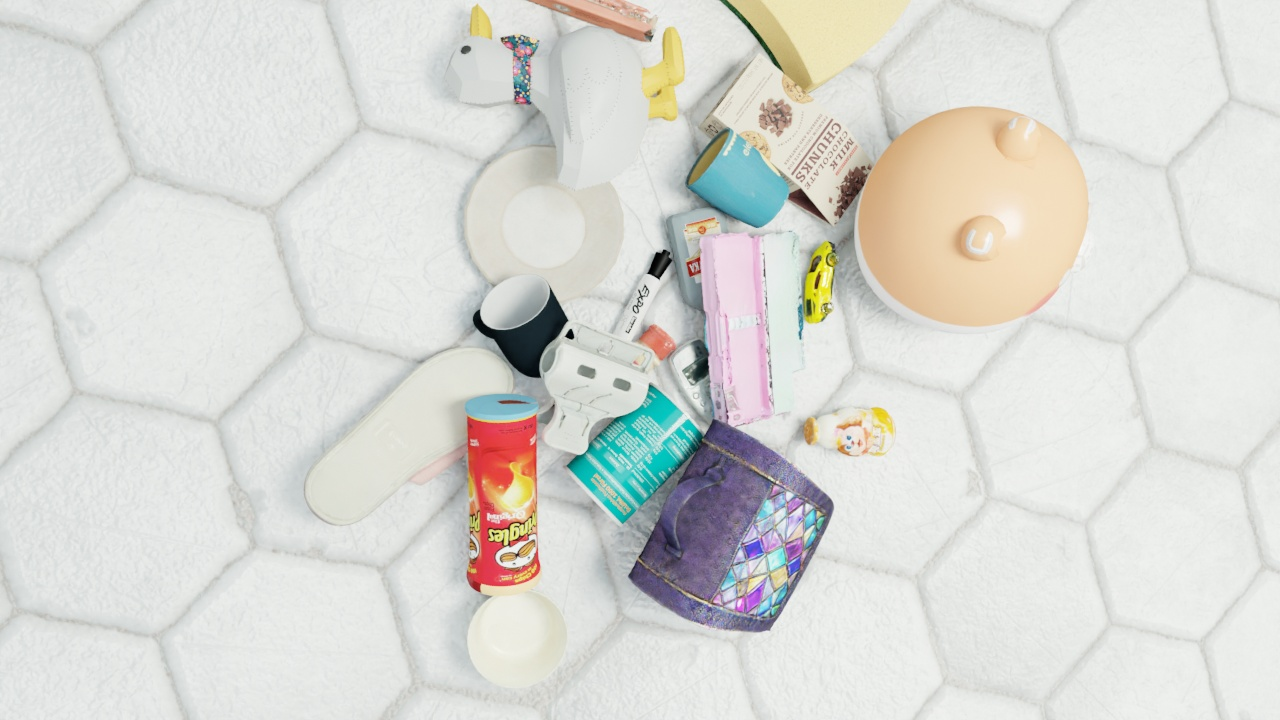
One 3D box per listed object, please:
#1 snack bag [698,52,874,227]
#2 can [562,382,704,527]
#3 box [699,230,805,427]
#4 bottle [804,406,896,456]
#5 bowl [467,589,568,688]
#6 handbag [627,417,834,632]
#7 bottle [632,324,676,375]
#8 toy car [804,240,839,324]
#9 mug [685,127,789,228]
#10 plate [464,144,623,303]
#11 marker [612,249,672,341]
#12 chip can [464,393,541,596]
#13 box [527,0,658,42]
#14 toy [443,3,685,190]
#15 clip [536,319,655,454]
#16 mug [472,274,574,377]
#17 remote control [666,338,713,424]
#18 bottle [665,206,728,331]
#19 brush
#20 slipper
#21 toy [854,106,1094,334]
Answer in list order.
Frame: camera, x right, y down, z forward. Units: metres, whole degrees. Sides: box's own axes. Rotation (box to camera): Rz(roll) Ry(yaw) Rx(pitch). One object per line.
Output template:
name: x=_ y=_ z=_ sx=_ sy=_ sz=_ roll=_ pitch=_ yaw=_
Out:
snack bag: x=0.187 y=-0.265 z=1.129 sx=0.206 sy=0.070 sz=0.094 roll=37 pitch=84 yaw=-9
can: x=-0.006 y=0.111 z=1.084 sx=0.144 sy=0.099 sz=0.099 roll=-44 pitch=98 yaw=-7
box: x=0.145 y=-0.042 z=1.116 sx=0.158 sy=0.035 sz=0.230 roll=-11 pitch=100 yaw=-37
bottle: x=0.262 y=0.089 z=1.151 sx=0.108 sy=0.063 sz=0.063 roll=0 pitch=91 yaw=-10
bowl: x=-0.146 y=0.318 z=1.080 sx=0.115 sy=0.062 sz=0.115 roll=0 pitch=91 yaw=-11
handbag: x=0.099 y=0.190 z=1.044 sx=0.222 sy=0.125 sz=0.205 roll=31 pitch=86 yaw=-47
bottle: x=-0.007 y=0.006 z=1.111 sx=0.044 sy=0.044 sz=0.109 roll=45 pitch=84 yaw=-8
toy car: x=0.225 y=-0.098 z=1.150 sx=0.030 sy=0.049 sz=0.107 roll=8 pitch=88 yaw=-9
mug: x=0.118 y=-0.217 z=1.098 sx=0.104 sy=0.112 sz=0.085 roll=34 pitch=110 yaw=-16
plate: x=-0.115 y=-0.161 z=1.096 sx=0.188 sy=0.027 sz=0.188 roll=0 pitch=91 yaw=-10
marker: x=0.003 y=-0.079 z=1.121 sx=0.025 sy=0.025 sz=0.126 roll=28 pitch=86 yaw=-10
chip can: x=-0.156 y=0.151 z=1.039 sx=0.087 sy=0.087 sz=0.213 roll=-1 pitch=105 yaw=-11
box: x=-0.066 y=-0.432 z=1.095 sx=0.186 sy=0.058 sz=0.053 roll=18 pitch=57 yaw=-11
toy: x=-0.084 y=-0.304 z=1.045 sx=0.267 sy=0.141 sz=0.246 roll=-9 pitch=72 yaw=-7
clip: x=-0.061 y=0.036 z=1.036 sx=0.125 sy=0.081 sz=0.148 roll=23 pitch=105 yaw=-30
mug: x=-0.141 y=-0.038 z=1.060 sx=0.122 sy=0.094 sz=0.085 roll=6 pitch=54 yaw=28
remote control: x=0.080 y=0.029 z=1.135 sx=0.060 sy=0.028 sz=0.114 roll=-32 pitch=96 yaw=-9
bottle: x=0.082 y=-0.103 z=1.124 sx=0.072 sy=0.046 sz=0.161 roll=-13 pitch=93 yaw=-12
brush: x=0.195 y=-0.474 z=1.124 sx=0.195 sy=0.075 sz=0.250 roll=-45 pitch=98 yaw=-7
slipper: x=-0.264 y=0.085 z=1.058 sx=0.273 sy=0.054 sz=0.114 roll=-39 pitch=93 yaw=-18
toy: x=0.388 y=-0.164 z=1.065 sx=0.266 sy=0.280 sz=0.262 roll=21 pitch=87 yaw=10
